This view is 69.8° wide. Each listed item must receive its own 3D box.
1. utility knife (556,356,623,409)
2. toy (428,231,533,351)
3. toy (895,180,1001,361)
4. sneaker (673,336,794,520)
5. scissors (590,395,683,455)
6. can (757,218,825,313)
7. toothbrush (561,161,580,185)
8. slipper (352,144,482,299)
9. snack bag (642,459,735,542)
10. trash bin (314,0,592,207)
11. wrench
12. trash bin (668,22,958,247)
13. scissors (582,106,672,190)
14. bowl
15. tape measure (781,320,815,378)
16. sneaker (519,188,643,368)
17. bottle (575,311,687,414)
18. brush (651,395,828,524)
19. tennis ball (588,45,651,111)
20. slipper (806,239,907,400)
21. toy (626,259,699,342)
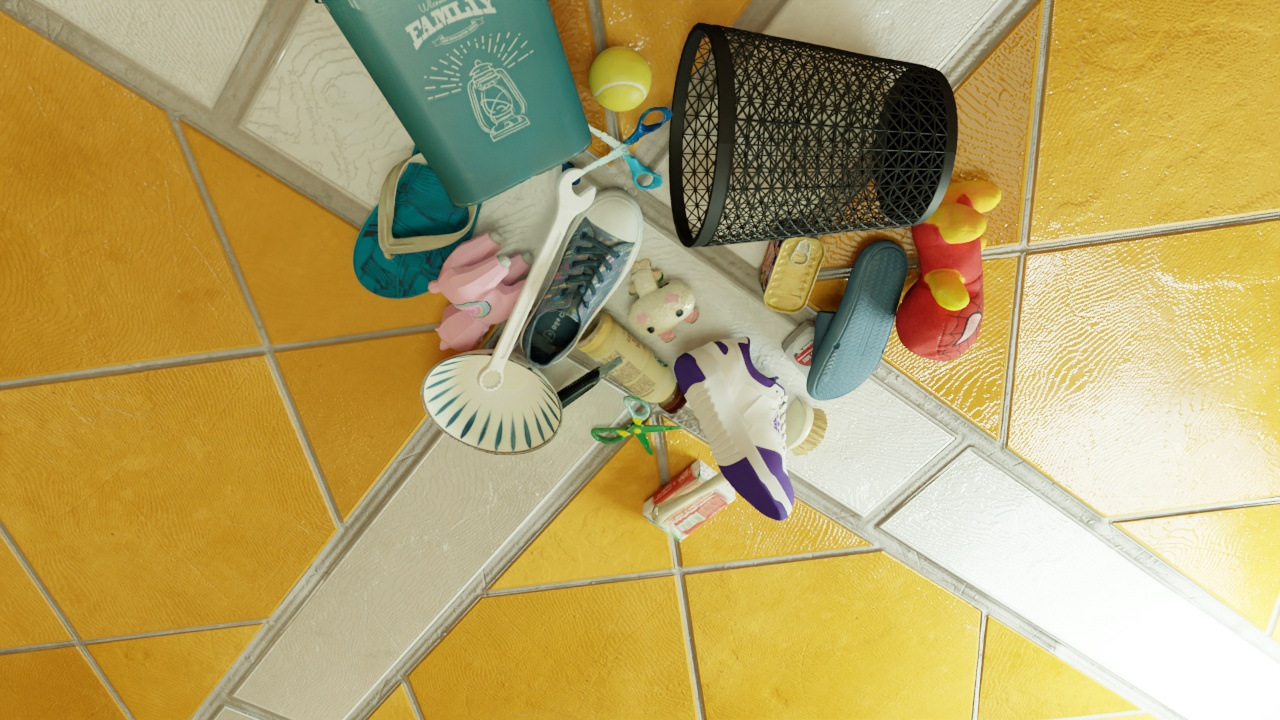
[{"bbox_3d":[-0.084,0.040,1.151,0.020,0.028,0.204,32,137,-24],"label":"utility knife"},{"bbox_3d":[-0.195,-0.074,1.080,0.158,0.067,0.123,-35,146,19],"label":"toy"},{"bbox_3d":[0.357,-0.096,1.067,0.099,0.147,0.217,21,130,31],"label":"toy"},{"bbox_3d":[0.144,0.077,1.159,0.111,0.092,0.244,-31,98,-21],"label":"sneaker"},{"bbox_3d":[-0.006,0.088,1.220,0.125,0.011,0.132,-3,138,7],"label":"scissors"},{"bbox_3d":[0.176,-0.113,1.084,0.054,0.059,0.100,10,122,-9],"label":"can"},{"bbox_3d":[-0.119,-0.272,0.999,0.016,0.017,0.190,-31,117,7],"label":"toothbrush"},{"bbox_3d":[-0.235,-0.176,1.031,0.118,0.060,0.296,23,119,-19],"label":"slipper"},{"bbox_3d":[0.069,0.198,1.291,0.077,0.036,0.116,38,114,-22],"label":"snack bag"},{"bbox_3d":[-0.164,-0.288,0.872,0.196,0.199,0.219,-26,123,-2],"label":"trash bin"},{"bbox_3d":[-0.121,-0.088,1.037,0.047,0.009,0.273,20,101,-36],"label":"wrench"},{"bbox_3d":[0.170,-0.222,0.937,0.243,0.216,0.217,0,123,-10],"label":"trash bin"},{"bbox_3d":[-0.013,-0.236,1.007,0.127,0.014,0.134,26,129,-32],"label":"scissors"},{"bbox_3d":[-0.179,0.034,1.149,0.177,0.070,0.178,5,134,5],"label":"bowl"},{"bbox_3d":[0.217,-0.017,1.169,0.060,0.020,0.062,-40,116,15],"label":"tape measure"},{"bbox_3d":[-0.067,-0.086,1.066,0.087,0.079,0.236,27,107,-14],"label":"sneaker"},{"bbox_3d":[-0.007,0.007,1.155,0.057,0.056,0.162,-41,116,21],"label":"bottle"},{"bbox_3d":[0.130,0.142,1.224,0.272,0.062,0.077,-34,105,7],"label":"brush"},{"bbox_3d":[-0.021,-0.294,0.958,0.065,0.065,0.065,-1,122,-2],"label":"tennis ball"},{"bbox_3d":[0.263,-0.048,1.127,0.103,0.059,0.214,9,110,-33],"label":"slipper"},{"bbox_3d":[0.024,-0.067,1.118,0.087,0.050,0.112,-28,125,14],"label":"toy"}]
